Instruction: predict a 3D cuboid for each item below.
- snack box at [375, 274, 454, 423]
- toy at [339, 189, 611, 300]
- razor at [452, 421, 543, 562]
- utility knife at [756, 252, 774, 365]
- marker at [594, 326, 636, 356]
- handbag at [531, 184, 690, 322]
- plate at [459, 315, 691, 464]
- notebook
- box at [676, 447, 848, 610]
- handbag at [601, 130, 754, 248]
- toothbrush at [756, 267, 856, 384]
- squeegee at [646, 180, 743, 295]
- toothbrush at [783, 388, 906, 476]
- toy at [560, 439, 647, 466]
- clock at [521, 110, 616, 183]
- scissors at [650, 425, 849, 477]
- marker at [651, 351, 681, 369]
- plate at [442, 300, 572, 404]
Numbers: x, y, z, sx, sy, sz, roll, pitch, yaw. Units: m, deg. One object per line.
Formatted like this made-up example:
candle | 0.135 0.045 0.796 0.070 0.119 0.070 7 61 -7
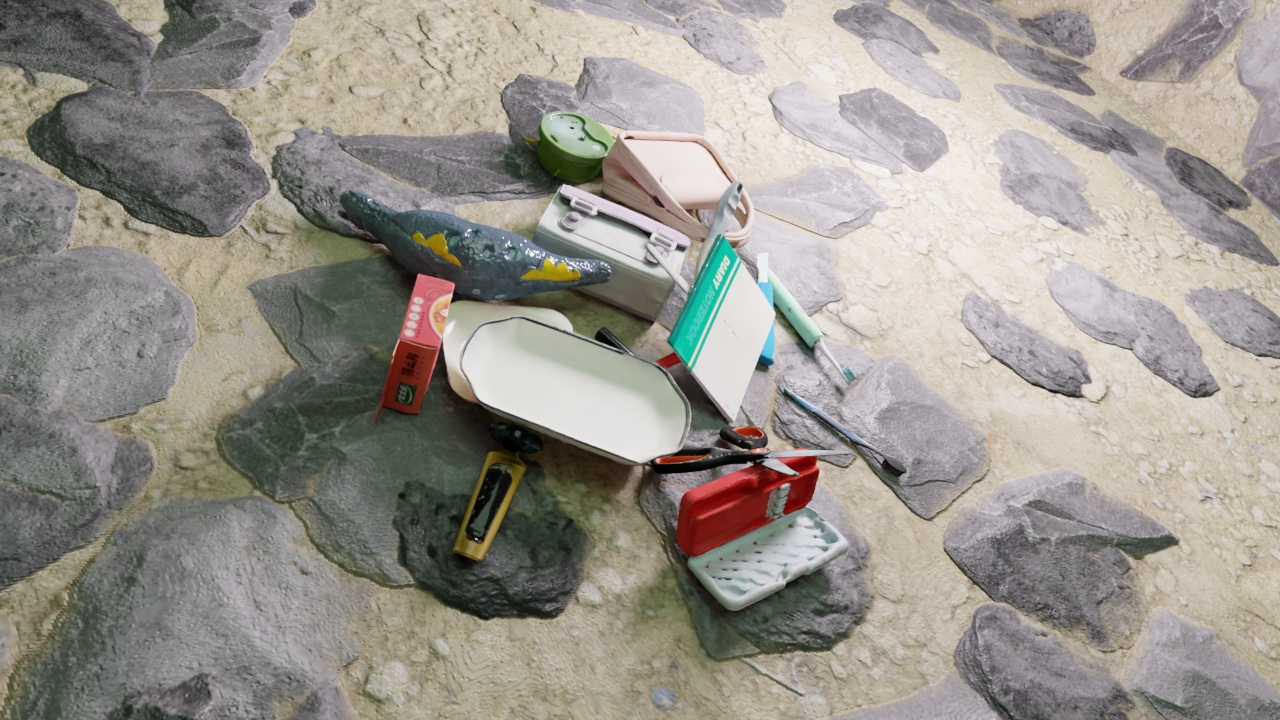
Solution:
snack box | -0.241 -0.008 0.988 0.044 0.113 0.126 16 45 -13
toy | -0.215 -0.135 1.129 0.356 0.092 0.137 17 29 1
razor | -0.149 0.132 0.939 0.062 0.068 0.167 22 49 -5
utility knife | 0.176 -0.081 1.311 0.034 0.018 0.208 13 52 -8
marker | -0.007 0.007 1.155 0.132 0.020 0.022 43 44 15
handbag | -0.040 -0.154 1.244 0.197 0.099 0.144 23 38 -5
plate | -0.073 0.038 1.025 0.265 0.034 0.161 20 41 -4
notebook | 0.109 -0.044 1.185 0.150 0.012 0.208 51 45 -28
box | 0.142 0.182 1.005 0.201 0.113 0.100 -15 32 -37
handbag | 0.073 -0.244 1.359 0.192 0.094 0.234 -12 48 -39
toothbrush | 0.236 -0.050 1.321 0.026 0.027 0.224 17 34 -55
squeegee | 0.098 -0.154 1.243 0.246 0.039 0.245 45 49 -35
toothbrush | 0.268 0.094 1.211 0.189 0.016 0.014 35 53 13
toy | -0.034 0.087 1.051 0.108 0.039 0.083 20 35 -5
clock | -0.090 -0.328 1.411 0.160 0.056 0.116 -18 59 -37
scissors | 0.119 0.101 1.033 0.221 0.022 0.230 -8 9 10
marker | -0.009 0.022 1.121 0.145 0.017 0.017 -25 63 -27
plate | -0.152 0.000 1.080 0.163 0.034 0.164 4 48 -22
